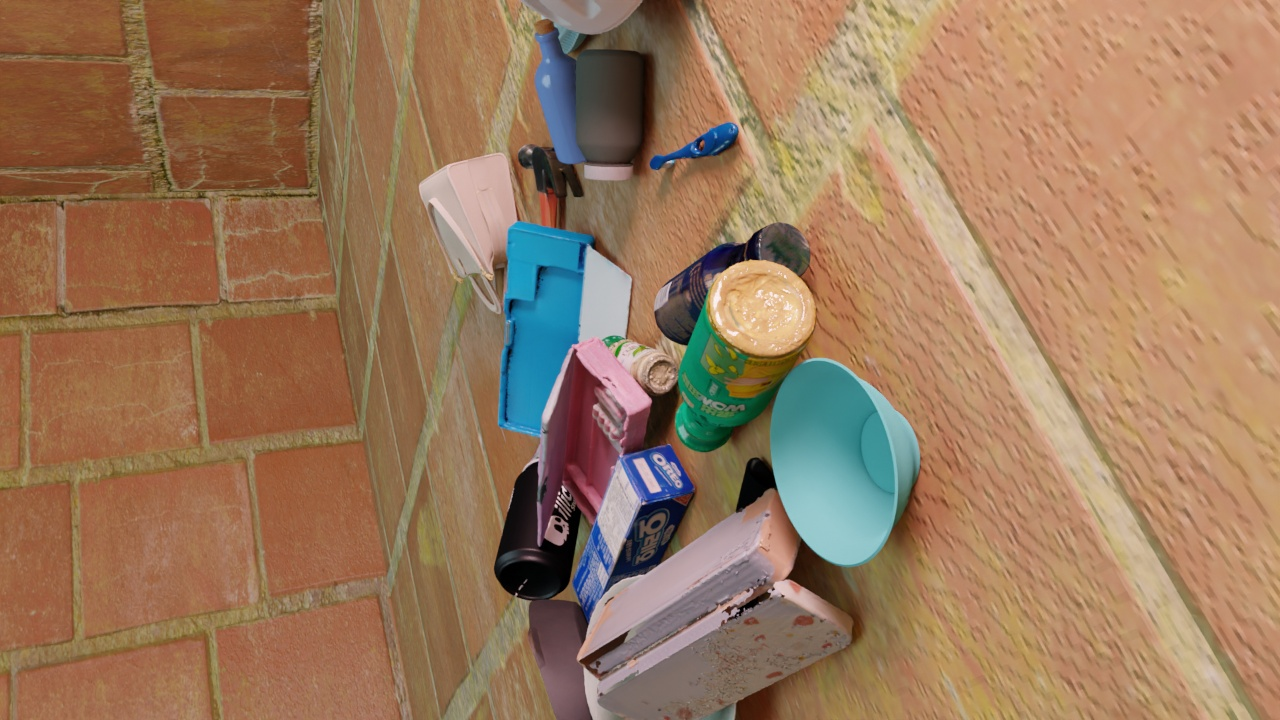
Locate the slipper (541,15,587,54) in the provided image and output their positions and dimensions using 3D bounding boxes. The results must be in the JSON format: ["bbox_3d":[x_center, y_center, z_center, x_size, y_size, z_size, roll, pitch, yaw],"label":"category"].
[{"bbox_3d":[-0.055,-0.360,0.827,0.277,0.069,0.116,166,100,-66],"label":"slipper"}]

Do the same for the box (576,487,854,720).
[{"bbox_3d":[0.045,0.183,0.673,0.217,0.094,0.107,-43,33,36],"label":"box"}]

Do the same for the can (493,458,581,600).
[{"bbox_3d":[-0.107,0.181,0.998,0.145,0.080,0.080,-83,6,-51],"label":"can"}]

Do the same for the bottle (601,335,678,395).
[{"bbox_3d":[-0.005,0.005,0.833,0.110,0.042,0.043,-159,65,-63],"label":"bottle"}]

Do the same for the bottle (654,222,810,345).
[{"bbox_3d":[0.062,-0.053,0.653,0.161,0.056,0.056,151,111,-64],"label":"bottle"}]

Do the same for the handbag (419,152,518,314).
[{"bbox_3d":[-0.211,-0.157,1.207,0.195,0.101,0.198,8,115,65],"label":"handbag"}]

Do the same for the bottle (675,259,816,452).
[{"bbox_3d":[0.060,0.011,0.634,0.210,0.068,0.068,106,150,-65],"label":"bottle"}]

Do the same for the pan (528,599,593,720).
[{"bbox_3d":[-0.029,0.374,0.859,0.355,0.043,0.249,-117,5,-52],"label":"pan"}]

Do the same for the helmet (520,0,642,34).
[{"bbox_3d":[-0.051,-0.395,0.688,0.224,0.183,0.283,44,142,50],"label":"helmet"}]

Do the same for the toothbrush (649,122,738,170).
[{"bbox_3d":[0.043,-0.166,0.721,0.132,0.016,0.021,0,96,63],"label":"toothbrush"}]

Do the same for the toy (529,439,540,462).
[{"bbox_3d":[-0.110,0.125,1.092,0.103,0.050,0.065,-2,89,61],"label":"toy"}]

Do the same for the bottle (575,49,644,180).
[{"bbox_3d":[-0.027,-0.215,0.806,0.060,0.060,0.108,-147,55,-60],"label":"bottle"}]

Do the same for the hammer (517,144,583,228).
[{"bbox_3d":[-0.102,-0.073,1.047,0.133,0.033,0.333,-148,54,-59],"label":"hammer"}]

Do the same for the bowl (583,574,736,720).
[{"bbox_3d":[0.031,0.263,0.772,0.175,0.067,0.174,-6,82,46],"label":"bowl"}]

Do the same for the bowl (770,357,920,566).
[{"bbox_3d":[0.129,0.057,0.543,0.121,0.046,0.121,173,90,-66],"label":"bowl"}]

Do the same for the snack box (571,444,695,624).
[{"bbox_3d":[-0.012,0.171,0.871,0.059,0.059,0.227,62,149,34],"label":"snack box"}]

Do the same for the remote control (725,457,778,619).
[{"bbox_3d":[0.081,0.143,0.703,0.045,0.021,0.141,-127,37,-51],"label":"remote control"}]

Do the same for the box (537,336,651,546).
[{"bbox_3d":[-0.065,0.094,0.859,0.099,0.098,0.233,49,151,26],"label":"box"}]

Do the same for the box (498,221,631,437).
[{"bbox_3d":[-0.072,-0.012,0.977,0.174,0.063,0.244,24,122,29],"label":"box"}]

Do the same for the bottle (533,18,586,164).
[{"bbox_3d":[-0.072,-0.253,0.860,0.048,0.048,0.131,50,161,51],"label":"bottle"}]
